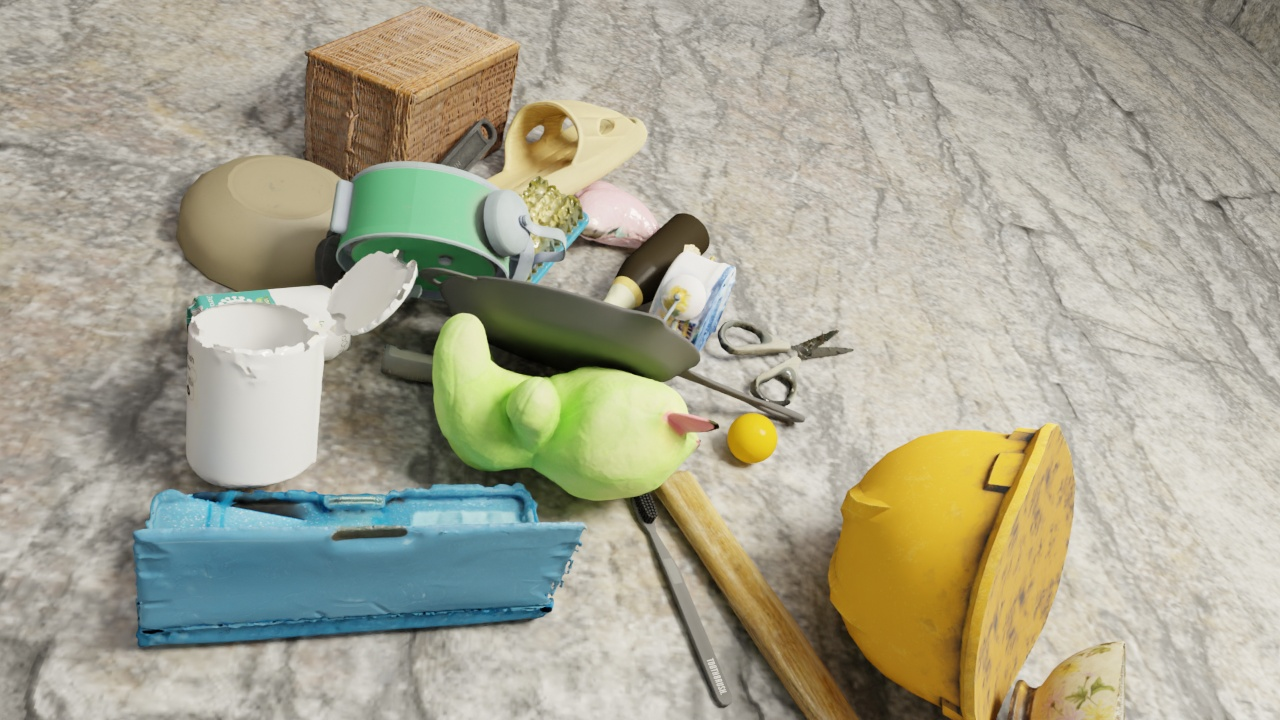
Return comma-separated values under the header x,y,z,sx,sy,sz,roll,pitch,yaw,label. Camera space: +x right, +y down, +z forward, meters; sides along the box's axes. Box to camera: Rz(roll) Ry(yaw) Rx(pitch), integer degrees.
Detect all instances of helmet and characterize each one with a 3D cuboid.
x,y,z,sx,sy,sz,roll,pitch,yaw,label
0.202,0.131,0.627,0.131,0.205,0.255,13,6,32,helmet

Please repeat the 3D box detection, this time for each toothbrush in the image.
x,y,z,sx,sy,sz,roll,pitch,yaw,label
0.026,0.156,0.627,0.012,0.013,0.167,-2,50,-29,toothbrush
-0.104,0.016,0.704,0.185,0.022,0.024,11,61,-14,toothbrush

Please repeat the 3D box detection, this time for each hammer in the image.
x,y,z,sx,sy,sz,roll,pitch,yaw,label
0.104,0.204,0.600,0.132,0.033,0.330,-12,52,-34,hammer

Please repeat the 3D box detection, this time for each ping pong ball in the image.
x,y,z,sx,sy,sz,roll,pitch,yaw,label
0.089,0.062,0.734,0.040,0.040,0.040,14,42,-13,ping pong ball

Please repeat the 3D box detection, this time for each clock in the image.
x,y,z,sx,sy,sz,roll,pitch,yaw,label
-0.135,-0.086,0.669,0.161,0.122,0.075,4,73,-2,clock
0.039,-0.043,0.783,0.052,0.089,0.125,26,33,10,clock

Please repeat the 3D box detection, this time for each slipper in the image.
x,y,z,sx,sy,sz,roll,pitch,yaw,label
-0.082,-0.207,0.881,0.111,0.079,0.260,7,35,30,slipper

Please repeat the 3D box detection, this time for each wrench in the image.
x,y,z,sx,sy,sz,roll,pitch,yaw,label
-0.188,-0.134,0.779,0.073,0.018,0.272,56,40,-28,wrench

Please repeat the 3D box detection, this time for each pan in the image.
x,y,z,sx,sy,sz,roll,pitch,yaw,label
-0.004,0.004,0.696,0.354,0.217,0.024,21,77,-32,pan

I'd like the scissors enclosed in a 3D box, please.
x,y,z,sx,sy,sz,roll,pitch,yaw,label
0.141,0.001,0.845,0.164,0.013,0.150,21,45,-21,scissors

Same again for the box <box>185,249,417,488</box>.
x,y,z,sx,sy,sz,roll,pitch,yaw,label
-0.210,0.000,0.572,0.136,0.147,0.084,-4,30,-30,box

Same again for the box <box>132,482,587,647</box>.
x,y,z,sx,sy,sz,roll,pitch,yaw,label
-0.158,0.094,0.526,0.231,0.112,0.094,4,46,-23,box

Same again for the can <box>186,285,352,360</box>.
x,y,z,sx,sy,sz,roll,pitch,yaw,label
-0.259,-0.022,0.644,0.101,0.055,0.055,-9,51,-33,can

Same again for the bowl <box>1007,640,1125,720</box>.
x,y,z,sx,sy,sz,roll,pitch,yaw,label
0.271,0.247,0.585,0.063,0.145,0.144,2,30,32,bowl

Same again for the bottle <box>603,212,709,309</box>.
x,y,z,sx,sy,sz,roll,pitch,yaw,label
-0.004,-0.067,0.816,0.045,0.045,0.184,35,53,12,bottle

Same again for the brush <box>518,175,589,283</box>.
x,y,z,sx,sy,sz,roll,pitch,yaw,label
-0.104,-0.084,0.774,0.055,0.075,0.135,35,74,13,brush

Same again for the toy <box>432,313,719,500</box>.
x,y,z,sx,sy,sz,roll,pitch,yaw,label
-0.050,0.044,0.632,0.197,0.150,0.107,24,78,-3,toy

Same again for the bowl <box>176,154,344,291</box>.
x,y,z,sx,sy,sz,roll,pitch,yaw,label
-0.287,-0.119,0.735,0.152,0.051,0.152,14,42,-13,bowl

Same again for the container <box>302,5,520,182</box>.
x,y,z,sx,sy,sz,roll,pitch,yaw,label
-0.211,-0.242,0.856,0.113,0.114,0.197,27,39,10,container

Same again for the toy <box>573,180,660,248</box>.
x,y,z,sx,sy,sz,roll,pitch,yaw,label
-0.033,-0.144,0.884,0.099,0.053,0.095,4,38,-35,toy
